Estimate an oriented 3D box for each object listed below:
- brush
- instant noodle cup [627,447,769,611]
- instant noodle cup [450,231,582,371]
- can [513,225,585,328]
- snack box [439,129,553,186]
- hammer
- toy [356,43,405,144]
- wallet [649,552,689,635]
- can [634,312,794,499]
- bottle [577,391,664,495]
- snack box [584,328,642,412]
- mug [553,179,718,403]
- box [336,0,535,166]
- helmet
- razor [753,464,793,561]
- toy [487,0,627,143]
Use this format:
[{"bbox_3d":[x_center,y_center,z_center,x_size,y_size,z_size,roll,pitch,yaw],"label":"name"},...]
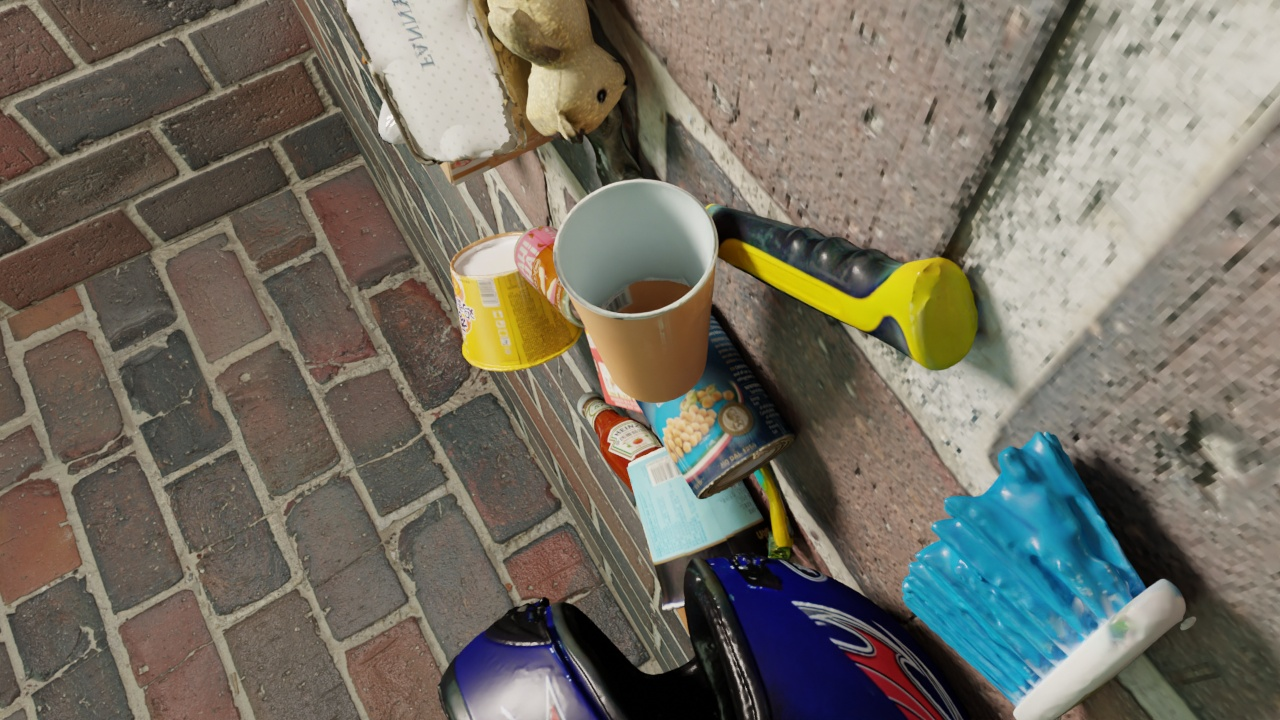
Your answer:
[{"bbox_3d":[0.168,0.145,0.408,0.109,0.060,0.315,50,166,30],"label":"brush"},{"bbox_3d":[0.047,0.124,0.742,0.111,0.111,0.120,116,132,-75],"label":"instant noodle cup"},{"bbox_3d":[-0.142,-0.070,1.004,0.138,0.138,0.110,45,152,53],"label":"instant noodle cup"},{"bbox_3d":[-0.069,-0.079,0.838,0.147,0.058,0.058,42,157,56],"label":"can"},{"bbox_3d":[-0.123,-0.201,0.700,0.077,0.094,0.093,60,168,8],"label":"snack box"},{"bbox_3d":[0.049,-0.062,0.468,0.323,0.032,0.126,39,155,59],"label":"hammer"},{"bbox_3d":[-0.189,-0.245,0.839,0.140,0.130,0.199,51,179,-12],"label":"toy"},{"bbox_3d":[0.078,0.214,0.803,0.131,0.107,0.031,59,135,36],"label":"wallet"},{"bbox_3d":[0.040,0.026,0.592,0.111,0.075,0.075,57,167,16],"label":"can"},{"bbox_3d":[-0.021,0.087,1.016,0.206,0.059,0.060,42,157,59],"label":"bottle"},{"bbox_3d":[-0.005,0.005,0.785,0.153,0.025,0.075,7,115,69],"label":"snack box"},{"bbox_3d":[0.003,-0.027,0.485,0.078,0.078,0.123,56,170,25],"label":"mug"},{"bbox_3d":[-0.120,-0.205,0.522,0.059,0.090,0.184,-68,-31,-46],"label":"box"},{"bbox_3d":[0.065,0.235,0.546,0.315,0.240,0.247,51,171,2],"label":"helmet"},{"bbox_3d":[0.080,0.084,0.669,0.132,0.028,0.043,62,-161,-14],"label":"razor"},{"bbox_3d":[-0.049,-0.196,0.489,0.105,0.066,0.157,-92,-9,-65],"label":"toy"}]
